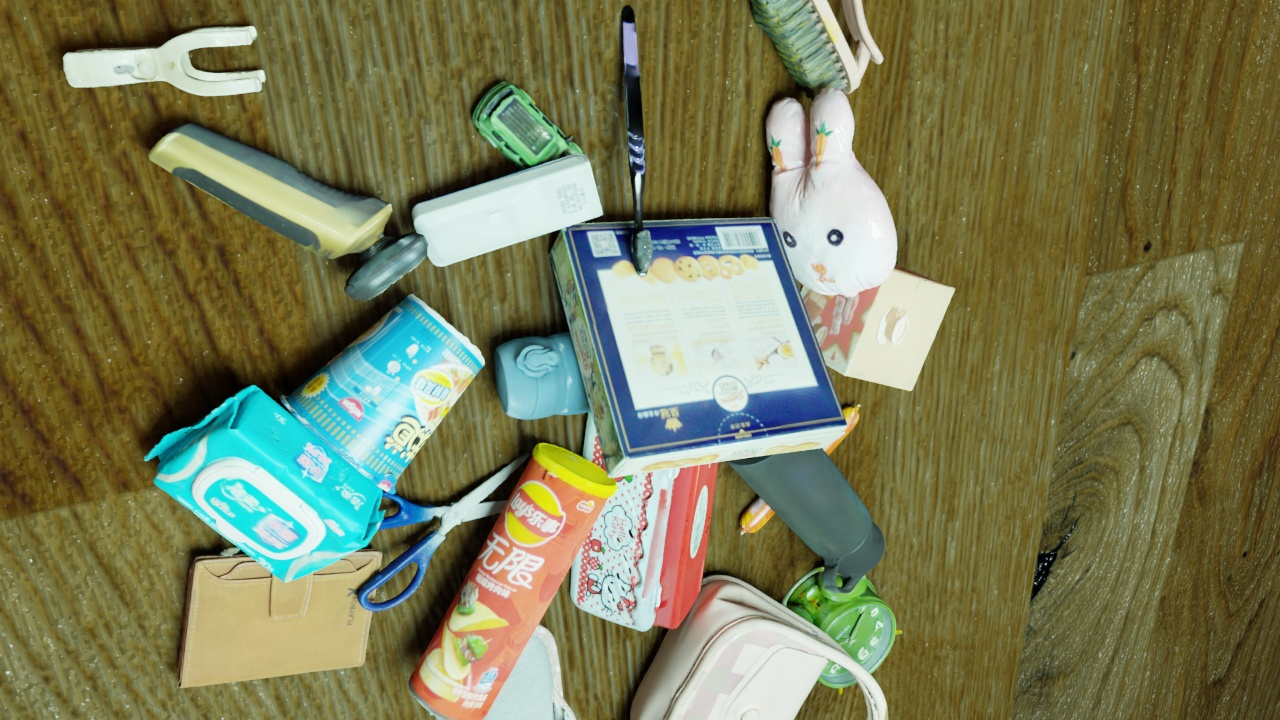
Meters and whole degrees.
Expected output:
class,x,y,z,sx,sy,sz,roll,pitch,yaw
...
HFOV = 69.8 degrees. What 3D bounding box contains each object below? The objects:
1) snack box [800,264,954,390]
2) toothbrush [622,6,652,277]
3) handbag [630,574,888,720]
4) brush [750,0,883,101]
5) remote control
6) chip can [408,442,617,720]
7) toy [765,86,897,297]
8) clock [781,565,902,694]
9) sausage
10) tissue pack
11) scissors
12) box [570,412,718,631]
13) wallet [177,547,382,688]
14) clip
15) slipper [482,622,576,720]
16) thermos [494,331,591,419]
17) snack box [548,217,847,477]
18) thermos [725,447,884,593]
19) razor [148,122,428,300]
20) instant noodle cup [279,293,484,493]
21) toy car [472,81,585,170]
class,x,y,z,sx,sy,sz,roll,pitch,yaw
snack box,0.189,-0.039,0.770,0.077,0.094,0.093,12,105,-30
toothbrush,-0.003,-0.153,0.638,0.014,0.017,0.189,-3,91,-14
handbag,0.122,0.324,0.855,0.234,0.093,0.193,24,103,-15
brush,0.125,-0.256,0.666,0.073,0.063,0.145,-38,124,4
remote control,-0.090,-0.100,0.625,0.125,0.024,0.049,-19,140,-3
chip can,-0.100,0.172,0.712,0.073,0.073,0.216,27,95,-33
toy,0.139,-0.124,0.701,0.054,0.121,0.159,-25,106,-28
clock,0.192,0.262,0.921,0.116,0.056,0.161,-45,122,-4
sausage,0.148,0.101,0.852,0.165,0.021,0.021,-46,123,-2
tissue pack,-0.244,0.082,0.599,0.093,0.050,0.133,-31,115,28
scissors,-0.157,0.121,0.699,0.162,0.012,0.162,39,80,-38
box,0.006,0.123,0.780,0.095,0.100,0.201,-35,135,-61
wallet,-0.263,0.180,0.676,0.130,0.035,0.119,4,112,-32
clip,-0.267,-0.174,0.533,0.104,0.086,0.035,-2,115,4
slipper,-0.106,0.349,0.809,0.114,0.054,0.275,-9,113,-23
thermos,-0.004,0.004,0.708,0.220,0.070,0.070,-6,113,-25
snack box,0.041,-0.016,0.668,0.177,0.182,0.046,-5,158,-25
thermos,0.146,0.125,0.791,0.242,0.069,0.089,47,43,-42
razor,-0.216,-0.093,0.571,0.167,0.062,0.067,28,66,-28
instant noodle cup,-0.167,0.018,0.623,0.109,0.099,0.099,-48,124,-12
toy car,-0.072,-0.148,0.630,0.043,0.036,0.091,-50,127,-2
